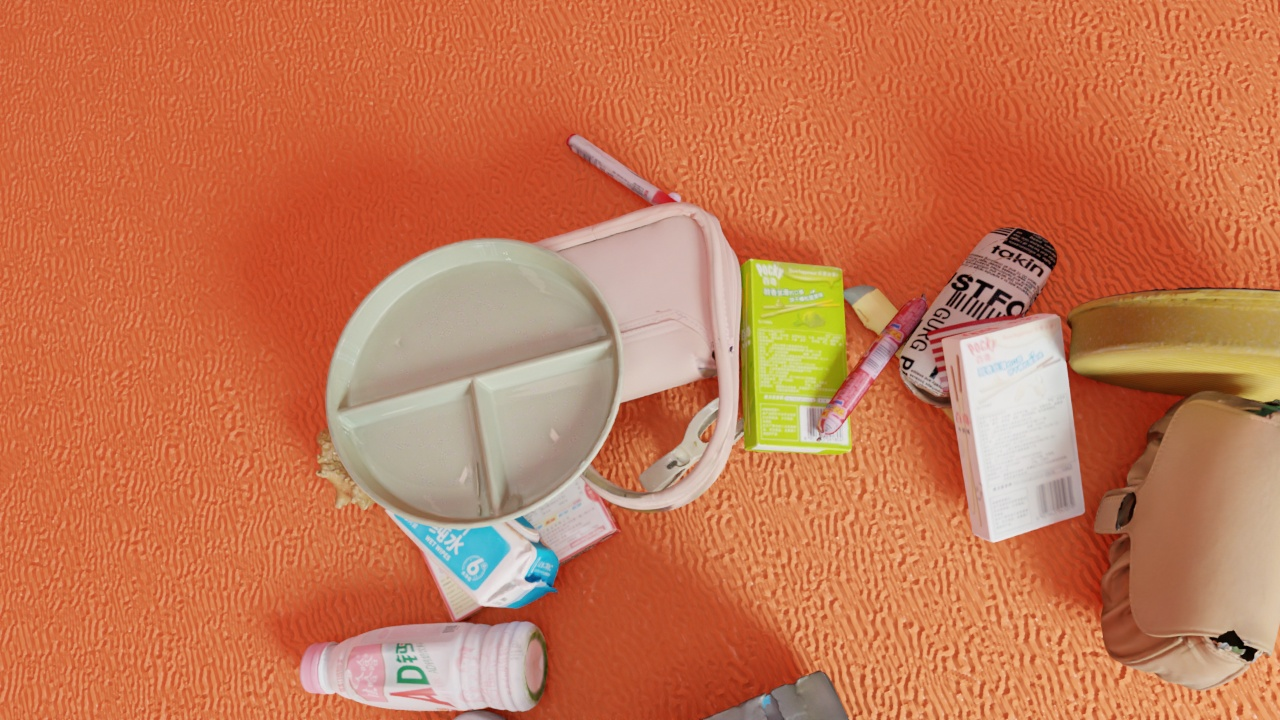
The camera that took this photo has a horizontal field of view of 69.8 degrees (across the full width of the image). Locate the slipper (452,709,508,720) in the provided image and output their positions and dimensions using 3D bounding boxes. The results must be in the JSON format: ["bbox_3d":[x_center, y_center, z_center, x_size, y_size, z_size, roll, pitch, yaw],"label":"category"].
[{"bbox_3d":[-0.081,0.350,0.659,0.245,0.074,0.104,36,96,38],"label":"slipper"}]

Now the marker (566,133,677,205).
[{"bbox_3d":[-0.012,-0.164,0.821,0.145,0.017,0.017,38,85,23],"label":"marker"}]

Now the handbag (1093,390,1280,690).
[{"bbox_3d":[0.381,0.117,0.631,0.100,0.148,0.204,19,76,11],"label":"handbag"}]

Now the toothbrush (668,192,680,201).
[{"bbox_3d":[0.004,-0.061,0.804,0.021,0.029,0.189,23,77,-29],"label":"toothbrush"}]

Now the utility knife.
[{"bbox_3d":[0.230,0.004,0.750,0.031,0.019,0.176,-38,73,2],"label":"utility knife"}]

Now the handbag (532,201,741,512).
[{"bbox_3d":[-0.004,0.004,0.734,0.194,0.093,0.234,-17,73,18],"label":"handbag"}]

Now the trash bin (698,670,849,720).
[{"bbox_3d":[0.098,0.341,0.611,0.199,0.199,0.219,-24,69,3],"label":"trash bin"}]

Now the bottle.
[{"bbox_3d":[-0.177,0.246,0.740,0.197,0.068,0.068,-4,76,13],"label":"bottle"}]

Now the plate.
[{"bbox_3d":[-0.124,0.014,0.692,0.230,0.027,0.229,-3,69,7],"label":"plate"}]

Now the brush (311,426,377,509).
[{"bbox_3d":[-0.186,0.024,0.805,0.083,0.046,0.254,40,81,17],"label":"brush"}]

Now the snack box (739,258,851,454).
[{"bbox_3d":[0.125,-0.003,0.749,0.085,0.026,0.156,3,76,-17],"label":"snack box"}]

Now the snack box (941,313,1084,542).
[{"bbox_3d":[0.280,0.050,0.685,0.084,0.027,0.157,-14,98,-13],"label":"snack box"}]

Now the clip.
[{"bbox_3d":[0.045,0.075,0.764,0.104,0.076,0.034,-45,75,8],"label":"clip"}]

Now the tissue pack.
[{"bbox_3d":[-0.127,0.134,0.714,0.140,0.090,0.063,39,84,18],"label":"tissue pack"}]

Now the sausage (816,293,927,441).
[{"bbox_3d":[0.184,0.004,0.733,0.020,0.020,0.155,36,75,15],"label":"sausage"}]

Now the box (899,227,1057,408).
[{"bbox_3d":[0.267,-0.033,0.740,0.075,0.076,0.163,31,78,26],"label":"box"}]

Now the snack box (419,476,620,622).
[{"bbox_3d":[-0.102,0.147,0.768,0.156,0.027,0.077,-30,74,2],"label":"snack box"}]

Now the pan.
[{"bbox_3d":[0.481,-0.011,0.646,0.357,0.198,0.078,10,83,-9],"label":"pan"}]
